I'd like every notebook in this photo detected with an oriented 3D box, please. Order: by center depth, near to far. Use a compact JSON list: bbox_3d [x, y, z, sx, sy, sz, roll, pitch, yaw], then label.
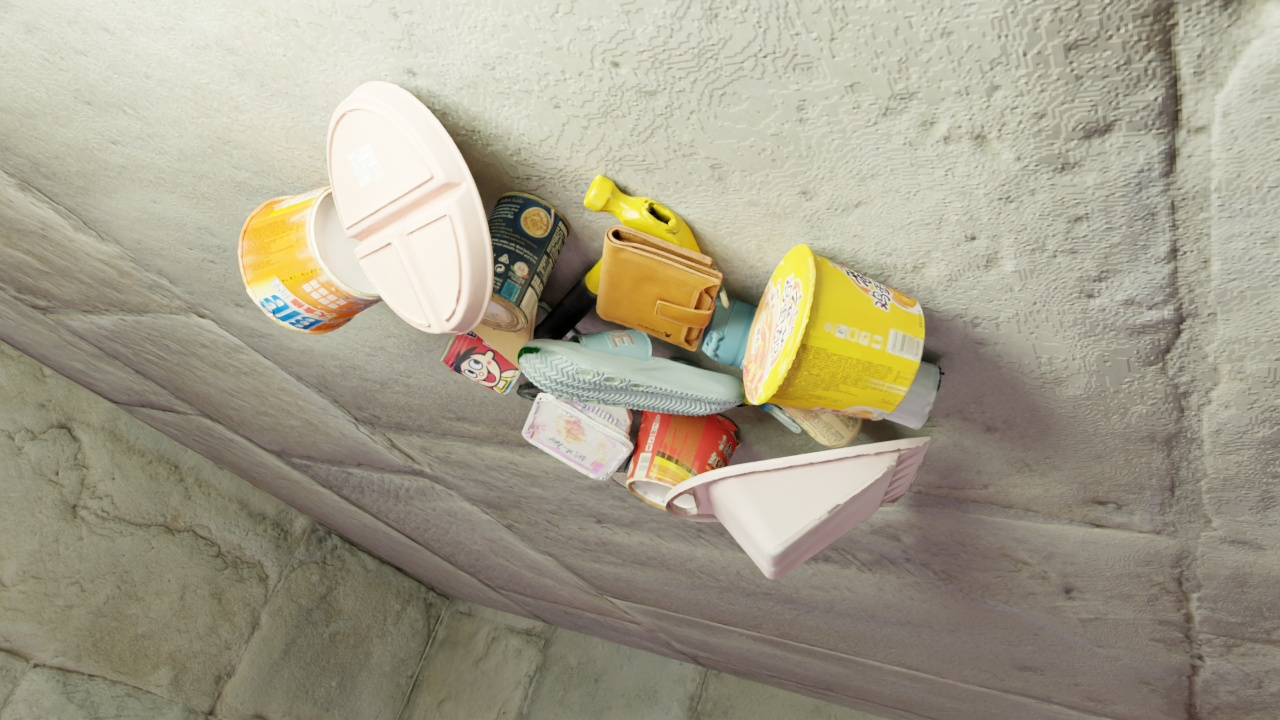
[{"bbox_3d":[-0.177,-0.071,1.008,0.149,0.012,0.212,38,157,7],"label":"notebook"}]

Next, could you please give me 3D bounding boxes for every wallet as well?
[{"bbox_3d":[0.020,-0.060,0.820,0.119,0.035,0.131,24,153,6],"label":"wallet"}]

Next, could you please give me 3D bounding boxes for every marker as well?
[{"bbox_3d":[0.111,0.045,1.017,0.018,0.015,0.124,-7,172,-30],"label":"marker"}]

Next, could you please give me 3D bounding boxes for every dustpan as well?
[{"bbox_3d":[0.175,0.140,1.050,0.139,0.273,0.223,53,170,24],"label":"dustpan"}]

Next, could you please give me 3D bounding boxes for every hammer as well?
[{"bbox_3d":[-0.043,-0.075,0.901,0.128,0.032,0.302,28,152,-14],"label":"hammer"}]

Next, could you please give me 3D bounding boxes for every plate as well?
[{"bbox_3d":[-0.209,-0.125,0.801,0.230,0.028,0.230,29,134,36],"label":"plate"}]

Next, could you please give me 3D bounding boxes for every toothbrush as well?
[{"bbox_3d":[-0.119,-0.064,1.018,0.016,0.018,0.191,1,149,40],"label":"toothbrush"}]

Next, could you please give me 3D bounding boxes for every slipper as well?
[{"bbox_3d":[-0.006,0.006,0.971,0.245,0.074,0.104,11,160,-13],"label":"slipper"}]

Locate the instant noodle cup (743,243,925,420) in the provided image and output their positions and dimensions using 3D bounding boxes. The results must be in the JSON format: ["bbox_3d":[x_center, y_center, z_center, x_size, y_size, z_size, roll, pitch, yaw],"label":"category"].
[{"bbox_3d":[0.161,-0.016,0.764,0.109,0.137,0.138,16,157,-10],"label":"instant noodle cup"}]

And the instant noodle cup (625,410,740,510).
[{"bbox_3d":[0.047,0.127,1.169,0.138,0.108,0.138,18,156,8],"label":"instant noodle cup"}]

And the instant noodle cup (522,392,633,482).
[{"bbox_3d":[-0.075,0.086,1.206,0.138,0.060,0.174,30,154,-1],"label":"instant noodle cup"}]

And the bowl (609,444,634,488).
[{"bbox_3d":[0.021,0.150,1.284,0.116,0.066,0.116,19,161,6],"label":"bowl"}]

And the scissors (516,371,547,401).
[{"bbox_3d":[-0.117,0.032,1.222,0.181,0.014,0.160,23,155,-8],"label":"scissors"}]

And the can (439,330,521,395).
[{"bbox_3d":[-0.194,-0.005,1.141,0.093,0.066,0.067,28,155,-13],"label":"can"}]

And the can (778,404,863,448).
[{"bbox_3d":[0.178,0.040,0.942,0.059,0.058,0.116,-4,145,44],"label":"can"}]

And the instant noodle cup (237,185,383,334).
[{"bbox_3d":[-0.313,-0.110,0.938,0.112,0.151,0.151,-12,140,38],"label":"instant noodle cup"}]

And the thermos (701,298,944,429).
[{"bbox_3d":[0.166,-0.001,0.860,0.220,0.070,0.070,19,156,3],"label":"thermos"}]

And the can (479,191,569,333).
[{"bbox_3d":[-0.120,-0.089,0.852,0.075,0.111,0.075,18,156,8],"label":"can"}]

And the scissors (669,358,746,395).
[{"bbox_3d":[0.108,0.013,0.994,0.170,0.019,0.181,18,155,11],"label":"scissors"}]

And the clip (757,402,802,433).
[{"bbox_3d":[0.157,0.057,1.013,0.056,0.027,0.024,28,157,0],"label":"clip"}]
